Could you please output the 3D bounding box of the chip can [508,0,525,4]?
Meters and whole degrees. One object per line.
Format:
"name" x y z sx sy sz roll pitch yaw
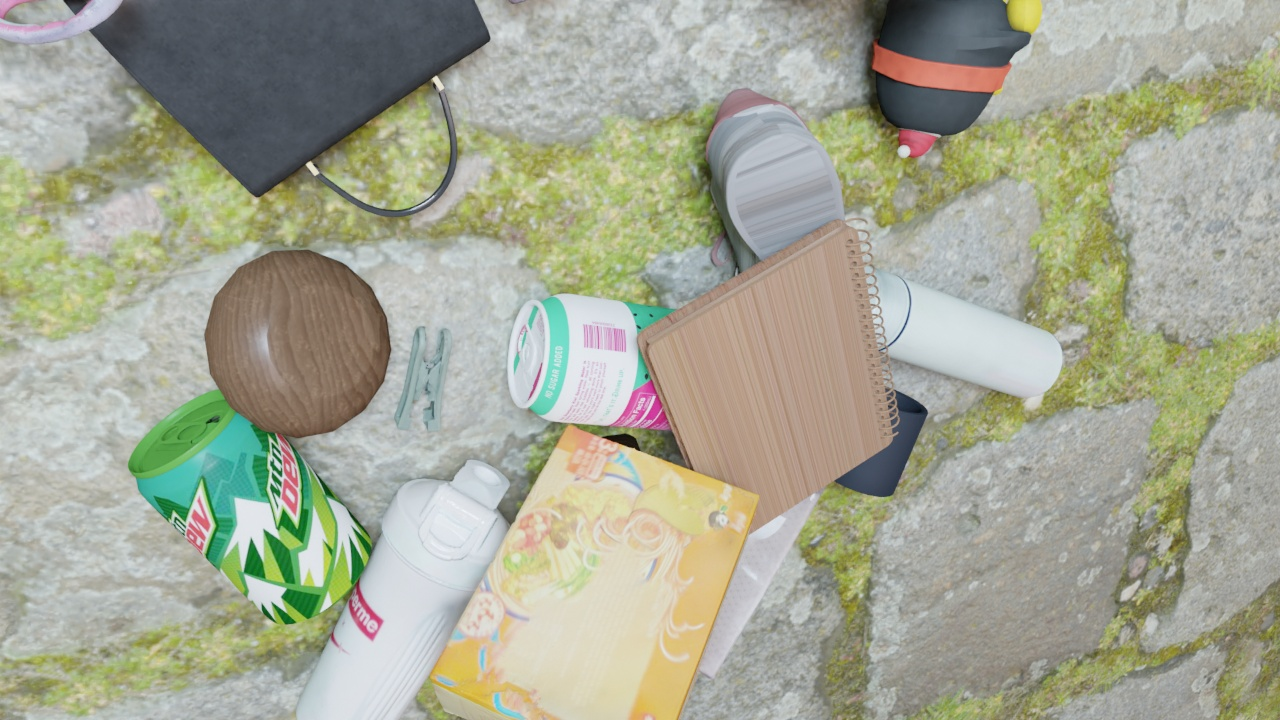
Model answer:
"chip can" -0.112 -0.307 0.475 0.073 0.073 0.233 -42 122 -2

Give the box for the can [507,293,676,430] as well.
"can" -0.004 0.004 0.653 0.165 0.088 0.088 7 109 -27

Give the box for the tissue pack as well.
"tissue pack" 0.085 0.166 0.768 0.181 0.071 0.103 -58 166 10

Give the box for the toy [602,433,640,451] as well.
"toy" -0.001 0.096 0.714 0.100 0.063 0.076 11 72 -13

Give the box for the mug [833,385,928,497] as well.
"mug" 0.180 0.060 0.779 0.105 0.071 0.077 16 106 -6

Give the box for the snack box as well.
"snack box" -0.024 0.159 0.601 0.081 0.145 0.194 93 20 -53

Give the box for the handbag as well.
"handbag" -0.171 -0.167 0.518 0.175 0.072 0.196 -36 126 -6

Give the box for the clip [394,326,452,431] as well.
"clip" -0.148 0.013 0.632 0.047 0.023 0.076 4 113 -28

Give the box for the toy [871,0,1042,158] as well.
"toy" 0.213 -0.208 0.654 0.099 0.097 0.119 3 120 -7

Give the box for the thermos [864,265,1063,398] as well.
"thermos" 0.257 -0.022 0.773 0.229 0.068 0.068 14 106 -28

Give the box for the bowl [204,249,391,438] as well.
"bowl" -0.200 -0.011 0.560 0.117 0.030 0.118 3 86 -45

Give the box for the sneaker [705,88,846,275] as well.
"sneaker" 0.098 -0.098 0.661 0.099 0.089 0.236 -15 144 4

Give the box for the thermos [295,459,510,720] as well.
"thermos" -0.167 0.180 0.658 0.099 0.099 0.221 23 106 -31

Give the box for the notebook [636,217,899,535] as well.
"notebook" 0.102 0.022 0.642 0.169 0.022 0.211 -30 131 -10

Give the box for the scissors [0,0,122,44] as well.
"scissors" -0.308 -0.190 0.436 0.173 0.158 0.014 2 154 16

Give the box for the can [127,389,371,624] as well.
"can" -0.246 0.095 0.588 0.083 0.083 0.144 -34 122 -7
